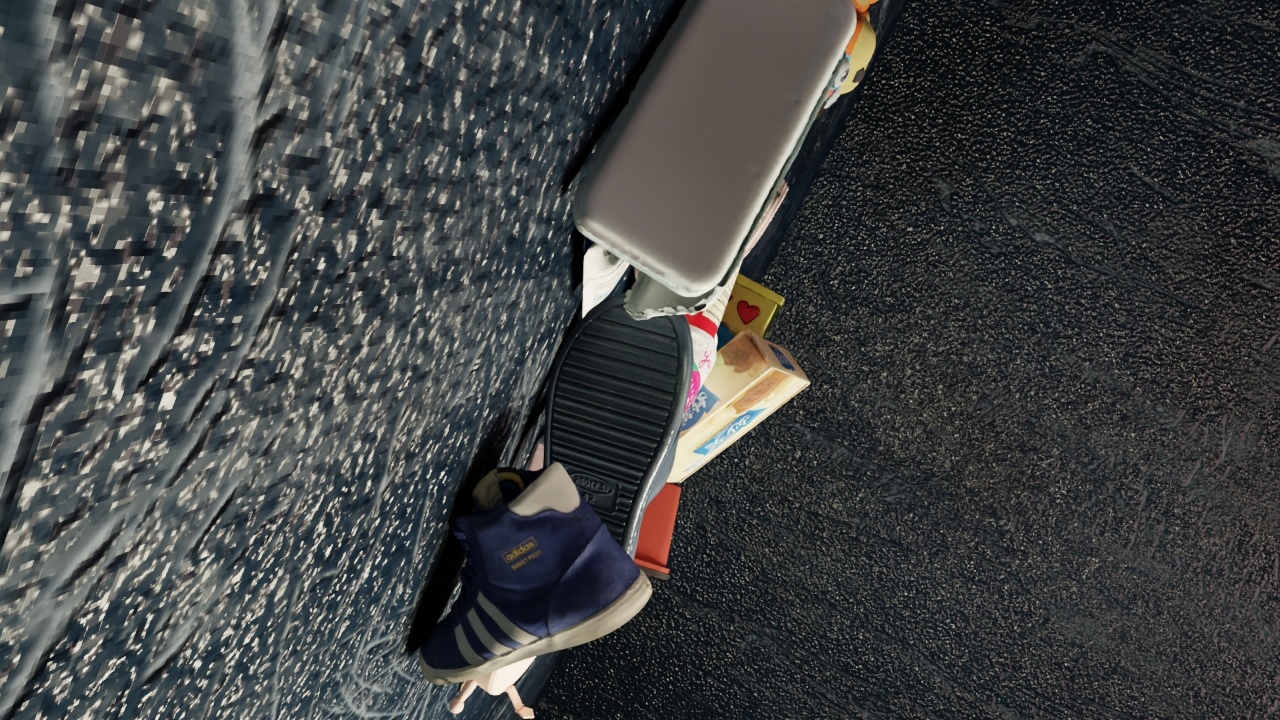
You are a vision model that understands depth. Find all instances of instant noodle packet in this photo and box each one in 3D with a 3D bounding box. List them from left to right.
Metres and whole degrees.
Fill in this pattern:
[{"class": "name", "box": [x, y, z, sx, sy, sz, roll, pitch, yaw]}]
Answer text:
[{"class": "instant noodle packet", "box": [-0.003, -0.098, 0.598, 0.134, 0.026, 0.087, -59, 172, -20]}]

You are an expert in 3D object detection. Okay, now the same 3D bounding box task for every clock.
[{"class": "clock", "box": [-0.121, 0.275, 0.937, 0.160, 0.086, 0.131, -70, 163, 9]}]

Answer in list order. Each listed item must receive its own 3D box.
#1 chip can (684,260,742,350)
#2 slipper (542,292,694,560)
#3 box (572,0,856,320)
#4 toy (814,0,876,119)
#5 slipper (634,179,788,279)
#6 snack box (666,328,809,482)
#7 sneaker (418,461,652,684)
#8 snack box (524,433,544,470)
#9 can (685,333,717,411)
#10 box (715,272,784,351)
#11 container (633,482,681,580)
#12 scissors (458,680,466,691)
[{"class": "chip can", "box": [0.079, -0.117, 0.880, 0.052, 0.052, 0.214, 93, 18, -74]}, {"class": "slipper", "box": [-0.022, 0.068, 0.702, 0.082, 0.101, 0.264, -41, 147, -68]}, {"class": "box", "box": [0.032, -0.134, 0.528, 0.130, 0.105, 0.210, -8, -130, 60]}, {"class": "toy", "box": [0.172, -0.296, 0.864, 0.175, 0.096, 0.112, -47, 169, -18]}, {"class": "slipper", "box": [0.031, -0.083, 0.767, 0.240, 0.064, 0.094, -45, -171, 42]}, {"class": "snack box", "box": [0.078, 0.059, 1.035, 0.208, 0.055, 0.153, -40, 158, 16]}, {"class": "sneaker", "box": [-0.113, 0.149, 0.658, 0.234, 0.118, 0.091, -24, -169, 39]}, {"class": "snack box", "box": [-0.042, 0.098, 0.797, 0.080, 0.095, 0.092, -65, 173, 31]}, {"class": "can", "box": [0.011, 0.021, 0.899, 0.165, 0.088, 0.088, -55, 171, -41]}, {"class": "box", "box": [0.085, -0.024, 1.134, 0.082, 0.124, 0.221, -58, 170, -30]}, {"class": "container", "box": [-0.036, 0.236, 1.125, 0.127, 0.148, 0.200, 114, -6, -79]}, {"class": "scissors", "box": [-0.148, 0.273, 1.033, 0.195, 0.015, 0.180, -57, 171, -39]}]
